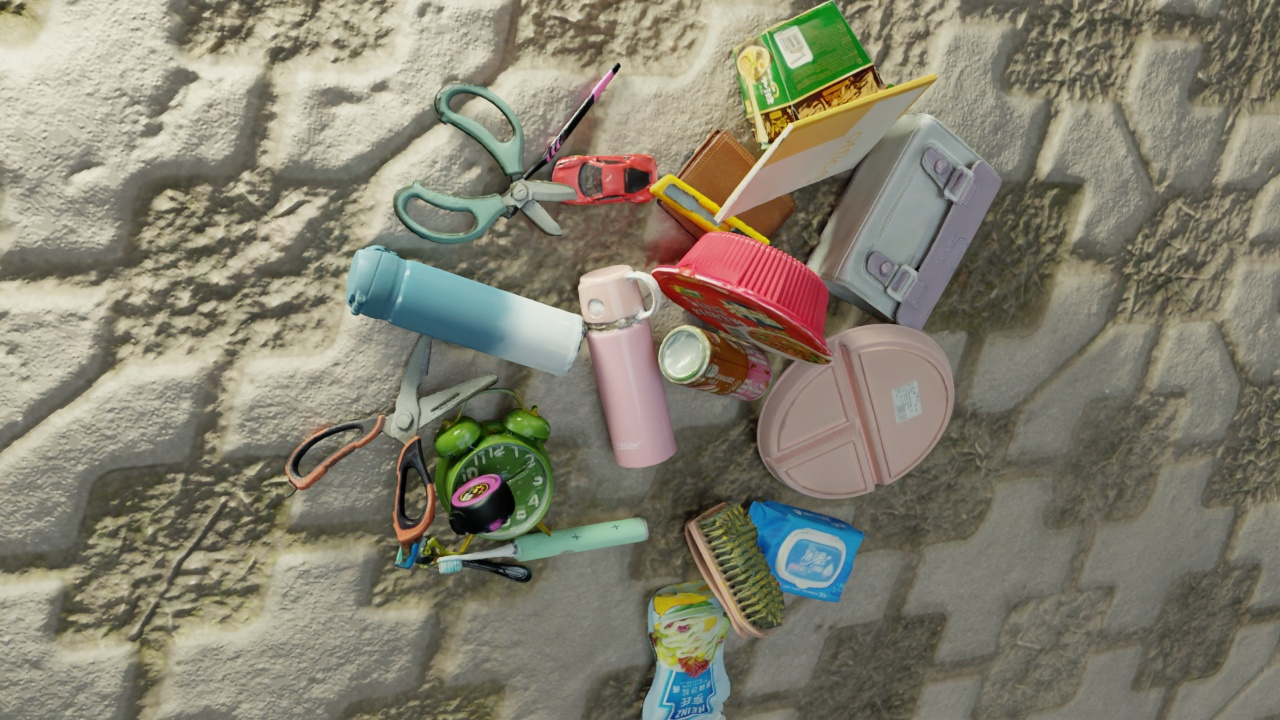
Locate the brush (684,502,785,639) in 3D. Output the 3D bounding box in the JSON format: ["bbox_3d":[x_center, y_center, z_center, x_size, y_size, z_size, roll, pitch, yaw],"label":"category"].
[{"bbox_3d":[0.102,0.229,0.986,0.063,0.073,0.145,-20,83,-47],"label":"brush"}]

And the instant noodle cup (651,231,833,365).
[{"bbox_3d":[0.108,-0.065,0.884,0.193,0.194,0.065,30,82,-22],"label":"instant noodle cup"}]

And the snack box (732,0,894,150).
[{"bbox_3d":[0.156,-0.279,0.891,0.118,0.117,0.105,-31,105,-14],"label":"snack box"}]

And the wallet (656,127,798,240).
[{"bbox_3d":[0.089,-0.160,0.940,0.124,0.032,0.101,40,90,-22],"label":"wallet"}]

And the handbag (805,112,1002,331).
[{"bbox_3d":[0.285,-0.141,0.979,0.145,0.098,0.197,27,93,-28],"label":"handbag"}]

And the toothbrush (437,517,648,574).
[{"bbox_3d":[-0.097,0.190,0.945,0.224,0.027,0.027,-5,69,-23],"label":"toothbrush"}]

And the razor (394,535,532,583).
[{"bbox_3d":[-0.177,0.203,0.932,0.142,0.022,0.042,19,72,-22],"label":"razor"}]

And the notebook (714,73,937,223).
[{"bbox_3d":[0.176,-0.203,0.876,0.205,0.146,0.010,-26,77,-32],"label":"notebook"}]

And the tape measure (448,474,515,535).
[{"bbox_3d":[-0.145,0.135,0.847,0.058,0.057,0.039,-21,111,3],"label":"tape measure"}]

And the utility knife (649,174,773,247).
[{"bbox_3d":[0.075,-0.137,0.917,0.154,0.015,0.033,30,94,-22],"label":"utility knife"}]

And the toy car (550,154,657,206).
[{"bbox_3d":[-0.034,-0.176,0.893,0.106,0.031,0.049,-4,102,-16],"label":"toy car"}]

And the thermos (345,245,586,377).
[{"bbox_3d":[-0.163,-0.046,0.859,0.220,0.070,0.070,19,95,-21],"label":"thermos"}]

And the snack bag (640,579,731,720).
[{"bbox_3d":[0.053,0.344,1.036,0.110,0.039,0.191,-6,105,-29],"label":"snack bag"}]

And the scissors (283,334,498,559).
[{"bbox_3d":[-0.233,0.070,0.857,0.189,0.015,0.222,4,76,7],"label":"scissors"}]

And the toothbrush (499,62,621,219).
[{"bbox_3d":[-0.075,-0.210,0.877,0.189,0.018,0.014,-52,155,-3],"label":"toothbrush"}]

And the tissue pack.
[{"bbox_3d":[0.179,0.218,1.041,0.157,0.052,0.095,19,95,-22],"label":"tissue pack"}]

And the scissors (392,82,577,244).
[{"bbox_3d":[-0.142,-0.184,0.847,0.173,0.019,0.178,-2,97,-6],"label":"scissors"}]

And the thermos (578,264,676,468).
[{"bbox_3d":[-0.005,0.005,0.915,0.067,0.087,0.199,-36,120,-56],"label":"thermos"}]

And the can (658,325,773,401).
[{"bbox_3d":[0.078,0.005,0.920,0.147,0.058,0.058,15,98,-55],"label":"can"}]

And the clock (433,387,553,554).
[{"bbox_3d":[-0.142,0.105,0.903,0.116,0.056,0.161,-9,104,-18],"label":"clock"}]

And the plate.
[{"bbox_3d":[0.239,0.064,0.999,0.229,0.028,0.230,-7,124,-11],"label":"plate"}]
